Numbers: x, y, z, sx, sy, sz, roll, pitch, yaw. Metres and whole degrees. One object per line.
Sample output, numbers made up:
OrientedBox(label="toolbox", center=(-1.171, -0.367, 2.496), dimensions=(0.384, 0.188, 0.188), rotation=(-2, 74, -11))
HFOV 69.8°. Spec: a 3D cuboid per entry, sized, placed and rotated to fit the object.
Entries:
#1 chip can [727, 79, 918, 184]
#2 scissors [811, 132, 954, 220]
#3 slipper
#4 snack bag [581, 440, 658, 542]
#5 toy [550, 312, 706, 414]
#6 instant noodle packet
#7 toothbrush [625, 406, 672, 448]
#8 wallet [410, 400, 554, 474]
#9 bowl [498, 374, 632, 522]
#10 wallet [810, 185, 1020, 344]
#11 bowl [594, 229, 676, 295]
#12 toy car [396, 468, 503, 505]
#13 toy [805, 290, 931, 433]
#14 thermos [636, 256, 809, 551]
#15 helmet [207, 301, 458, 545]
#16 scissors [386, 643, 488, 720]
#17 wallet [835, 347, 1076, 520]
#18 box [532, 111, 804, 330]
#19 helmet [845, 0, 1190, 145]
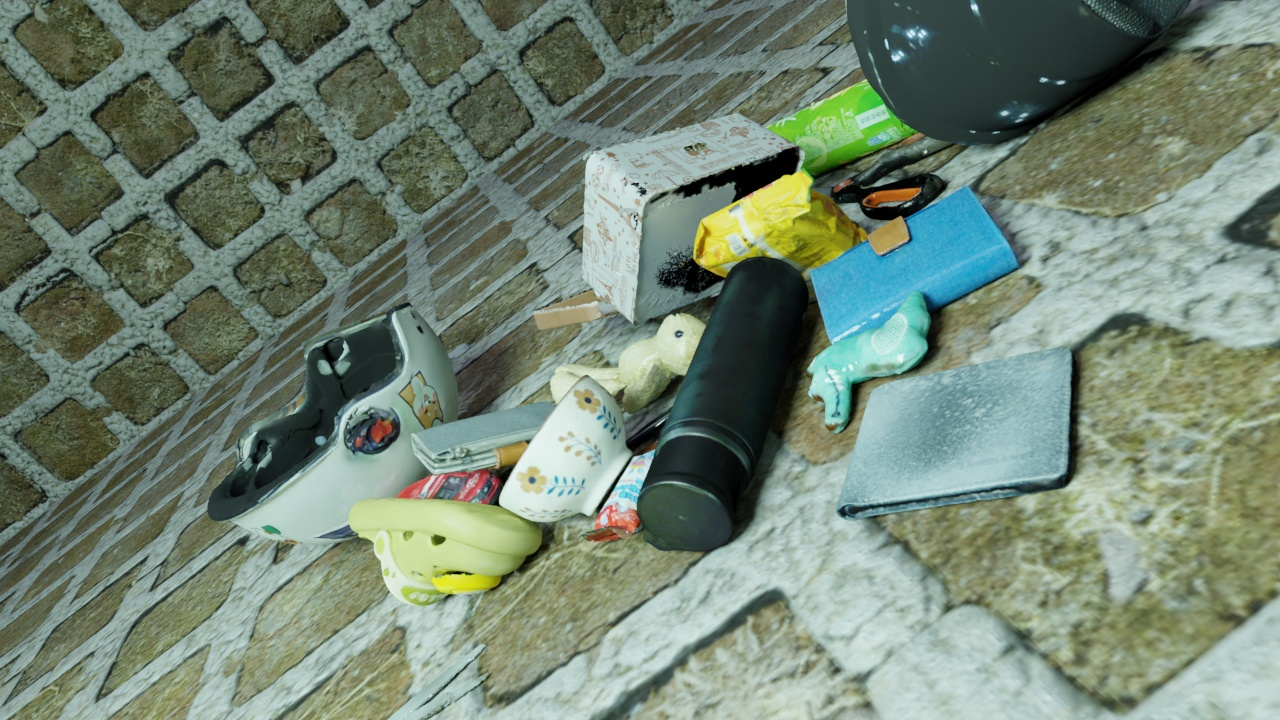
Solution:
OrientedBox(label="chip can", center=(0.182, -0.226, 0.936), dimensions=(0.222, 0.072, 0.072), rotation=(-16, 29, 42))
OrientedBox(label="scissors", center=(0.203, -0.161, 0.839), dimensions=(0.221, 0.022, 0.224), rotation=(-32, 22, 12))
OrientedBox(label="slipper", center=(-0.154, 0.147, 0.705), dimensions=(0.191, 0.091, 0.081), rotation=(-2, 79, 42))
OrientedBox(label="snack bag", center=(-0.002, 0.090, 0.637), dimensions=(0.045, 0.026, 0.105), rotation=(-28, 19, 39))
OrientedBox(label="toy", center=(-0.005, 0.004, 0.761), dimensions=(0.158, 0.066, 0.105), rotation=(-17, 11, 27))
OrientedBox(label="instant noodle packet", center=(0.110, -0.097, 0.728), dimensions=(0.111, 0.128, 0.044), rotation=(-28, 65, 25))
OrientedBox(label="toothbrush", center=(-0.009, 0.062, 0.721), dimensions=(0.181, 0.018, 0.015), rotation=(-34, 14, 4))
OrientedBox(label="wallet", center=(-0.125, 0.071, 0.797), dimensions=(0.129, 0.037, 0.107), rotation=(-12, 14, -22))
OrientedBox(label="bowl", center=(-0.046, 0.074, 0.664), dimensions=(0.113, 0.062, 0.113), rotation=(-55, -5, -7))
OrientedBox(label="wallet", center=(0.188, -0.064, 0.648), dimensions=(0.133, 0.040, 0.106), rotation=(-29, 27, 19))
OrientedBox(label="bowl", center=(-0.018, -0.116, 1.031), dimensions=(0.118, 0.065, 0.118), rotation=(-32, 21, 14))
OrientedBox(label="toy car", center=(-0.174, 0.125, 0.808), dimensions=(0.121, 0.045, 0.052), rotation=(-20, 28, 33))
OrientedBox(label="toy", center=(0.144, 0.003, 0.588), dimensions=(0.092, 0.030, 0.096), rotation=(-28, 30, 35))
OrientedBox(label="thermos", center=(0.054, 0.025, 0.633), dimensions=(0.090, 0.068, 0.241), rotation=(-46, 11, 42))
OrientedBox(label="helmet", center=(-0.279, 0.079, 0.913), dimensions=(0.231, 0.157, 0.273), rotation=(-16, 40, 41))
OrientedBox(label="scissors", center=(-0.175, 0.252, 0.598), dimensions=(0.163, 0.014, 0.165), rotation=(-17, 27, 37))
OrientedBox(label="wallet", center=(0.169, 0.040, 0.489), dimensions=(0.121, 0.019, 0.097), rotation=(-17, 31, 38))
OrientedBox(label="box", center=(0.022, -0.096, 0.822), dimensions=(0.178, 0.130, 0.273), rotation=(-23, -16, -30))
OrientedBox(label="helmet", center=(0.277, -0.305, 0.734), dimensions=(0.231, 0.233, 0.274), rotation=(-43, 23, 28))
